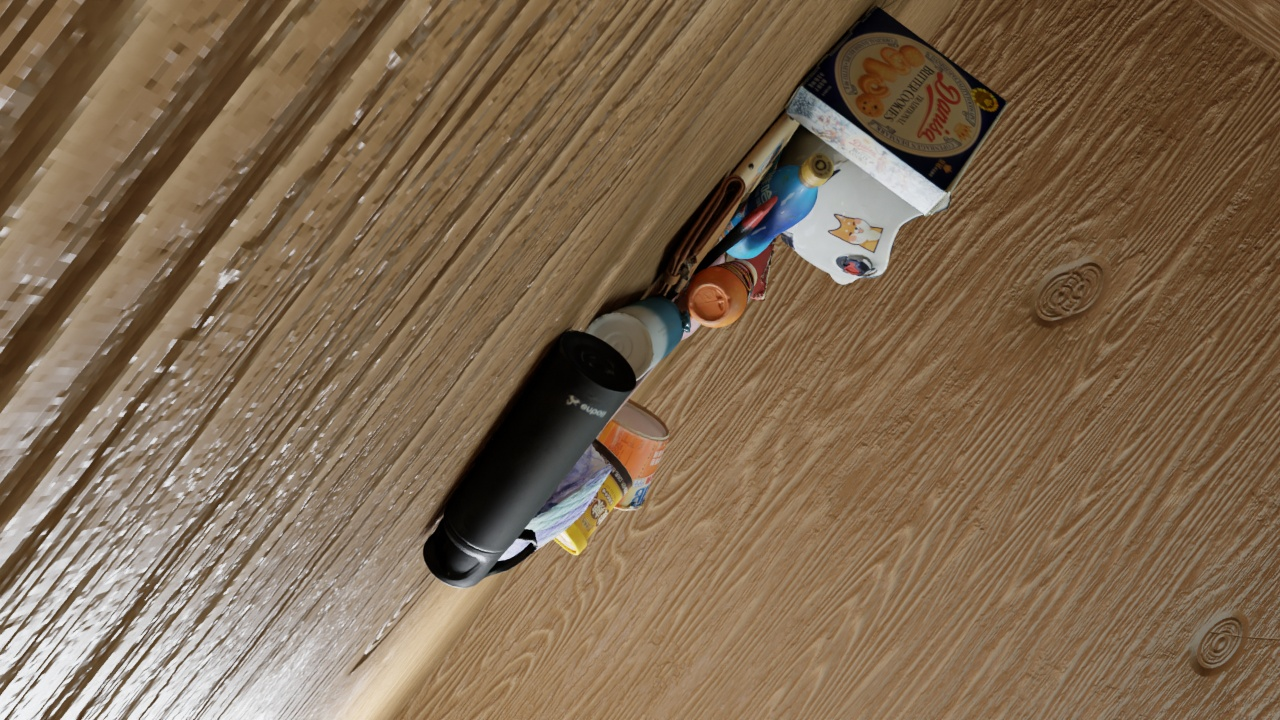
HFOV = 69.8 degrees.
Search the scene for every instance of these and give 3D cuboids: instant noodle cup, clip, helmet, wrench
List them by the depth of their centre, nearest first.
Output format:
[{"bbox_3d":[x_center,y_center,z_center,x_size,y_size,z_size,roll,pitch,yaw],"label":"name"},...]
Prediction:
[{"bbox_3d":[0.082,-0.119,1.050,0.056,0.016,0.274,-46,-177,-26],"label":"wrench"},{"bbox_3d":[0.148,-0.227,1.090,0.057,0.047,0.014,-57,174,25],"label":"clip"},{"bbox_3d":[0.244,-0.227,1.109,0.275,0.156,0.229,135,-33,-55],"label":"helmet"},{"bbox_3d":[-0.081,0.163,1.153,0.114,0.118,0.119,-43,173,-20],"label":"instant noodle cup"},{"bbox_3d":[-0.035,0.122,1.290,0.111,0.151,0.151,-62,174,15],"label":"instant noodle cup"}]

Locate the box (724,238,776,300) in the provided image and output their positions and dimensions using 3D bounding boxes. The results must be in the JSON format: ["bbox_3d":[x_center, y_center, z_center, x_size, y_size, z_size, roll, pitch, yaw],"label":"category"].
[{"bbox_3d":[0.152,-0.132,1.244,0.168,0.075,0.091,-66,167,-76],"label":"box"}]

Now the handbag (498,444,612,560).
[{"bbox_3d":[-0.115,0.150,0.983,0.133,0.075,0.194,-30,165,-30],"label":"handbag"}]

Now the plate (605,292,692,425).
[{"bbox_3d":[-0.006,0.006,1.096,0.229,0.028,0.229,-51,-177,3],"label":"plate"}]

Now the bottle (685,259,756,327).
[{"bbox_3d":[0.100,-0.085,1.045,0.067,0.067,0.149,-54,174,28],"label":"bottle"}]

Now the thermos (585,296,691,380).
[{"bbox_3d":[0.002,-0.026,0.882,0.070,0.070,0.220,-53,176,14],"label":"thermos"}]

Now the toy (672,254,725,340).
[{"bbox_3d":[0.076,-0.090,1.223,0.121,0.054,0.160,-63,179,-19],"label":"toy"}]

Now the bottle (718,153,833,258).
[{"bbox_3d":[0.155,-0.177,1.046,0.065,0.065,0.219,-51,-174,-20],"label":"bottle"}]

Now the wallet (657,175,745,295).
[{"bbox_3d":[0.061,-0.122,0.938,0.107,0.031,0.132,-55,177,-12],"label":"wallet"}]

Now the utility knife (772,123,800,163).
[{"bbox_3d":[0.162,-0.252,1.043,0.181,0.015,0.033,-52,180,3],"label":"utility knife"}]

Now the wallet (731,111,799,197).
[{"bbox_3d":[0.126,-0.211,0.967,0.115,0.024,0.087,-52,171,-18],"label":"wallet"}]

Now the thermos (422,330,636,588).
[{"bbox_3d":[-0.088,0.089,0.750,0.243,0.090,0.068,-54,-142,27],"label":"thermos"}]

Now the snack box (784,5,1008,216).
[{"bbox_3d":[0.268,-0.262,0.948,0.177,0.182,0.046,-50,175,-32],"label":"snack box"}]
